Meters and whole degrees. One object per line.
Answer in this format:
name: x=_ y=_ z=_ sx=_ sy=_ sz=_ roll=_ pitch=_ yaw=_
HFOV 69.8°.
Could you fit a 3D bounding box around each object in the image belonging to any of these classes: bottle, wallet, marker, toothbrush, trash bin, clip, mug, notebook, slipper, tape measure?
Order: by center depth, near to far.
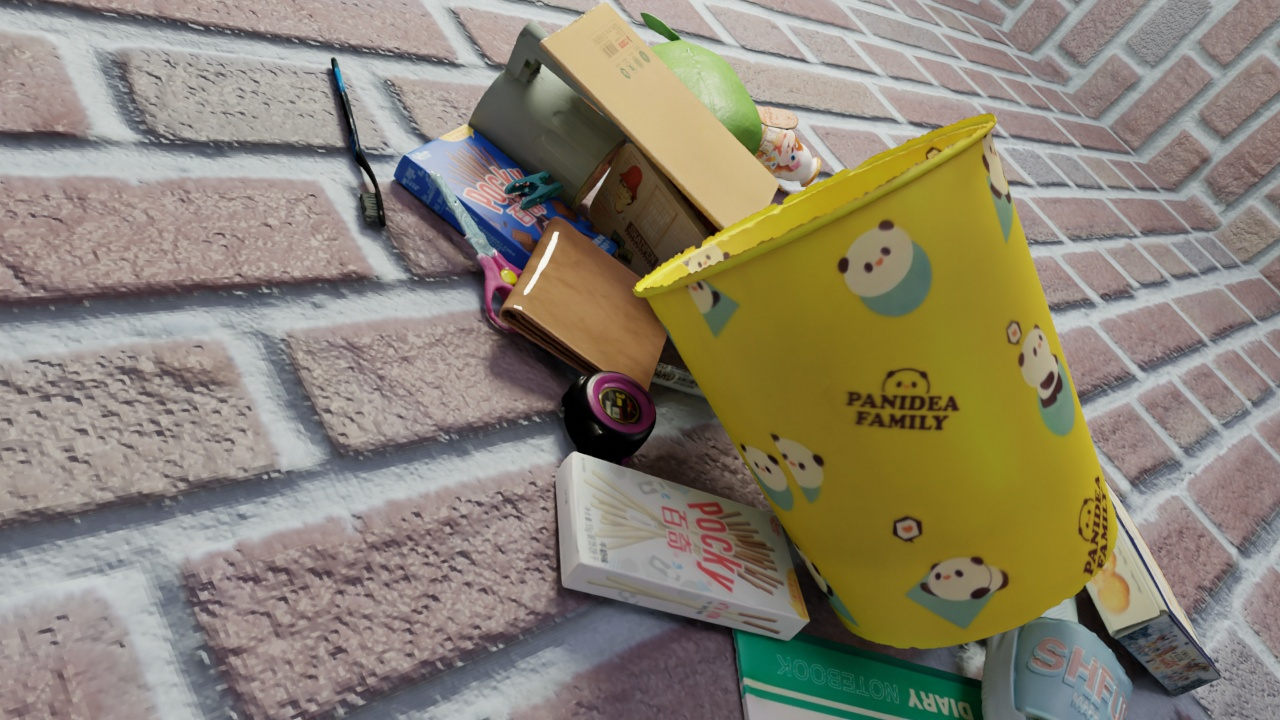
notebook: x=0.149 y=0.241 z=0.545 sx=0.209 sy=0.012 sz=0.150 roll=21 pitch=39 yaw=-23
trash bin: x=0.152 y=0.016 z=0.568 sx=0.228 sy=0.230 sz=0.255 roll=-39 pitch=106 yaw=-53
tape measure: x=-0.021 y=0.037 z=0.591 sx=0.057 sy=0.039 sz=0.057 roll=1 pitch=51 yaw=-34
slipper: x=0.290 y=0.206 z=0.626 sx=0.104 sy=0.074 sz=0.244 roll=51 pitch=37 yaw=-19
wallet: x=-0.032 y=-0.036 z=0.640 sx=0.115 sy=0.020 sz=0.101 roll=35 pitch=47 yaw=-15
marker: x=-0.004 y=0.004 z=0.659 sx=0.145 sy=0.017 sz=0.016 roll=18 pitch=41 yaw=-27
toothbrush: x=-0.209 y=-0.162 z=0.663 sx=0.016 sy=0.014 sz=0.189 roll=-12 pitch=56 yaw=-19
clip: x=-0.080 y=-0.129 z=0.690 sx=0.043 sy=0.014 sz=0.056 roll=43 pitch=35 yaw=5
notebook: x=0.024 y=-0.183 z=0.704 sx=0.207 sy=0.008 sz=0.147 roll=44 pitch=34 yaw=-11
mug: x=-0.067 y=-0.190 z=0.725 sx=0.103 sy=0.124 sz=0.083 roll=40 pitch=57 yaw=-3
bottle: x=0.143 y=-0.227 z=0.992 sx=0.108 sy=0.063 sz=0.063 roll=25 pitch=38 yaw=-18

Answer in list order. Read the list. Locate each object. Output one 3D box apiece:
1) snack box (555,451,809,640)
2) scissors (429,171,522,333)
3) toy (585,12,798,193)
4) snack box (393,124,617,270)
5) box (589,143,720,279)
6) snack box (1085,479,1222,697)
snack box: x=0.024 y=0.113 z=0.554 sx=0.156 sy=0.027 sz=0.084 roll=19 pitch=35 yaw=-23
scissors: x=-0.110 y=-0.077 z=0.638 sx=0.057 sy=0.017 sz=0.133 roll=-32 pitch=86 yaw=-41
toy: x=0.052 y=-0.244 z=0.904 sx=0.226 sy=0.090 sz=0.246 roll=4 pitch=46 yaw=-16
snack box: x=-0.098 y=-0.111 z=0.691 sx=0.157 sy=0.026 sz=0.084 roll=39 pitch=37 yaw=-1
box: x=0.042 y=-0.093 z=0.736 sx=0.076 sy=0.092 sz=0.168 roll=-14 pitch=61 yaw=-41
snack box: x=0.396 y=0.164 z=0.762 sx=0.182 sy=0.046 sz=0.177 roll=37 pitch=31 yaw=-39
